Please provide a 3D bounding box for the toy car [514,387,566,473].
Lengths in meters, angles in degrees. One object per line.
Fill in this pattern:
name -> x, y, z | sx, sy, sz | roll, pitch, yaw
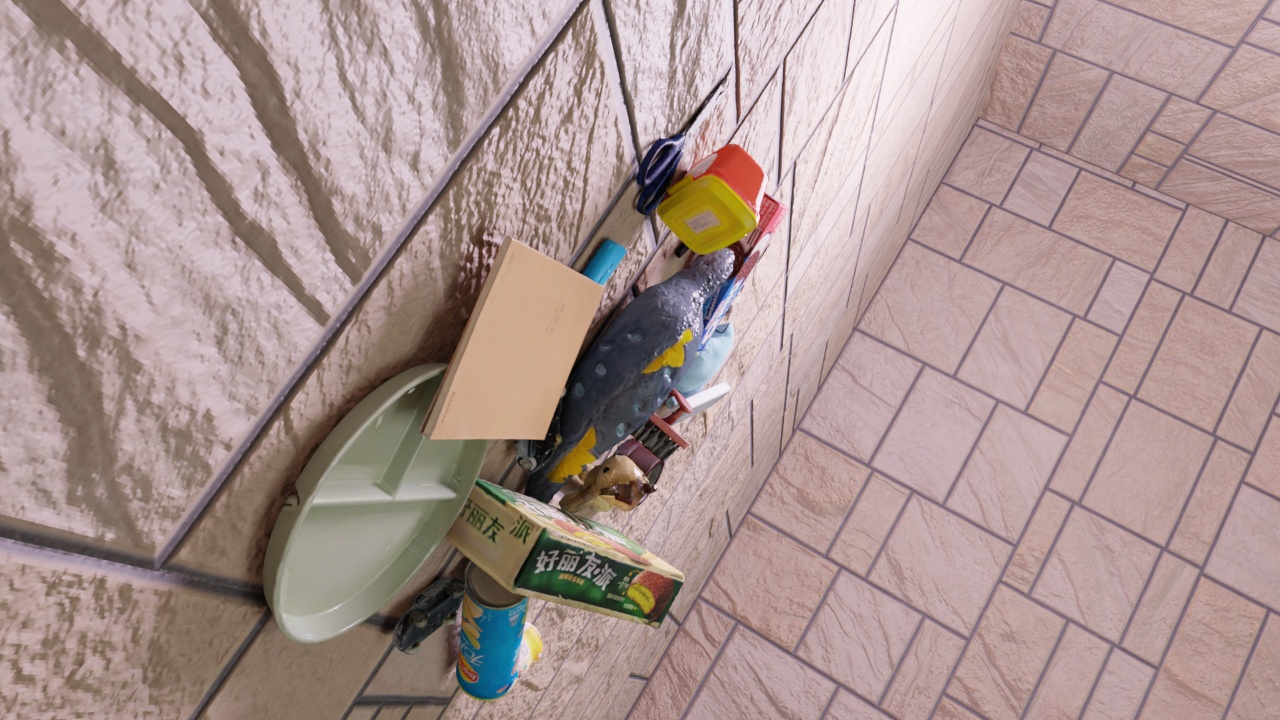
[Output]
toy car -> -0.097, 0.059, 0.859 | 0.048, 0.031, 0.106 | -40, 149, -42

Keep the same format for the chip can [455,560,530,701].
chip can -> -0.156, 0.284, 0.972 | 0.071, 0.071, 0.211 | -47, 160, -41

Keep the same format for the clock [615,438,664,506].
clock -> -0.004, 0.151, 1.247 | 0.082, 0.055, 0.121 | -66, 160, 13

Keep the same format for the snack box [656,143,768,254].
snack box -> 0.074, -0.162, 0.902 | 0.091, 0.082, 0.079 | -23, -148, 49

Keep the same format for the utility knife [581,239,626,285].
utility knife -> -0.062, -0.043, 0.820 | 0.160, 0.018, 0.034 | -57, 164, -12

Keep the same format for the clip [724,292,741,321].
clip -> 0.109, -0.076, 1.244 | 0.035, 0.070, 0.099 | -65, 170, 17

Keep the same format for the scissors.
scissors -> 0.041, -0.203, 0.877 | 0.173, 0.012, 0.126 | -41, 153, -52

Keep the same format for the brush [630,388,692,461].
brush -> 0.008, 0.053, 1.021 | 0.069, 0.063, 0.146 | -48, -156, -2

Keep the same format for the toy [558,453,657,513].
toy -> -0.043, 0.129, 0.978 | 0.105, 0.157, 0.066 | -4, 90, -27

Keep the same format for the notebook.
notebook -> -0.091, -0.008, 0.721 | 0.149, 0.012, 0.211 | -67, 164, 2

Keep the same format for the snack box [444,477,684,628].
snack box -> -0.067, 0.186, 0.869 | 0.240, 0.114, 0.063 | 33, 84, -50

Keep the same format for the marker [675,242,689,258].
marker -> 0.076, -0.160, 1.050 | 0.123, 0.015, 0.018 | -51, 163, -24

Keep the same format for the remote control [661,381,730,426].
remote control -> 0.080, 0.062, 1.314 | 0.056, 0.020, 0.135 | -43, 167, 33

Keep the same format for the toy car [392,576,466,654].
toy car -> -0.196, 0.233, 0.847 | 0.090, 0.034, 0.043 | -34, 151, -58

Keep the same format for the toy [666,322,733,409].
toy -> 0.082, 0.009, 1.284 | 0.161, 0.050, 0.156 | -52, 170, 13

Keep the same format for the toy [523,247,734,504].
toy -> -0.006, 0.006, 0.942 | 0.355, 0.091, 0.138 | -52, 179, -13

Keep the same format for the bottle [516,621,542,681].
bottle -> -0.165, 0.358, 1.097 | 0.108, 0.063, 0.063 | -32, 147, -58

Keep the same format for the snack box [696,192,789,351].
snack box -> 0.096, -0.107, 1.090 | 0.208, 0.057, 0.058 | -59, 165, 15

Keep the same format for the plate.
plate -> -0.185, 0.100, 0.670 | 0.229, 0.027, 0.231 | -52, 161, -27
